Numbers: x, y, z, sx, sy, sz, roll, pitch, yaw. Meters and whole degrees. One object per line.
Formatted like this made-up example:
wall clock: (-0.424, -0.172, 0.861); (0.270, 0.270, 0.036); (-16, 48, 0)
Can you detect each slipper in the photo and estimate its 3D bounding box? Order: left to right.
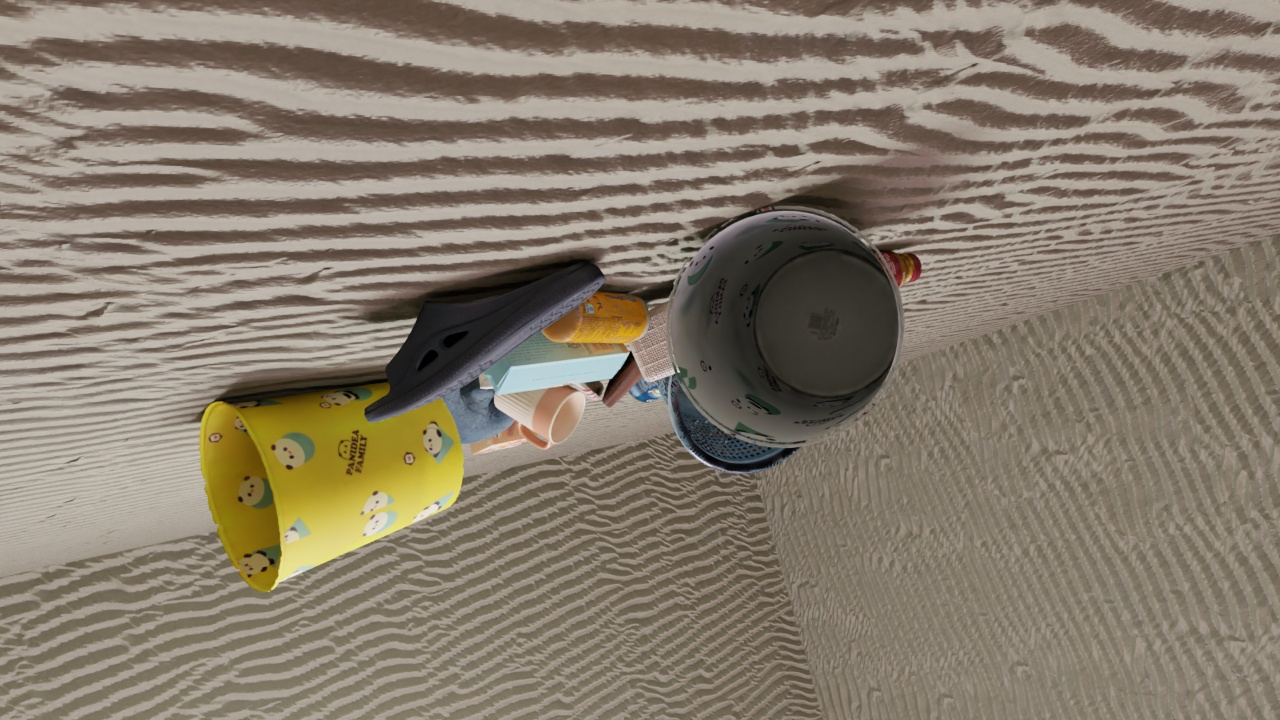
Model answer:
slipper: (-0.163, -0.034, 0.899); (0.268, 0.083, 0.110); (-33, 179, 3)

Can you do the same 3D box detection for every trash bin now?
trash bin: (-0.379, 0.137, 1.151); (0.254, 0.229, 0.230); (-14, 173, -42)
trash bin: (0.117, 0.026, 1.304); (0.226, 0.227, 0.195); (-13, -167, -15)
trash bin: (0.178, -0.037, 0.981); (0.230, 0.229, 0.251); (-18, 176, 22)

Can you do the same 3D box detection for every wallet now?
wallet: (-0.008, 0.008, 1.287); (0.101, 0.032, 0.124); (-45, -172, 21)

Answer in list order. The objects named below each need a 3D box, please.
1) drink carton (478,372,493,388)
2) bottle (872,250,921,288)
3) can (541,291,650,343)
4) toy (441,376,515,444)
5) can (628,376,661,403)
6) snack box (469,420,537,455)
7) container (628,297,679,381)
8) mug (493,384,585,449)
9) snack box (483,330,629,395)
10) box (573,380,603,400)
drink carton: (-0.145, 0.008, 1.180); (0.122, 0.045, 0.054); (-7, 176, -39)
bottle: (0.289, -0.111, 1.195); (0.174, 0.057, 0.058); (-10, 171, -26)
can: (-0.049, -0.048, 1.017); (0.058, 0.058, 0.145); (-20, 170, 30)
toy: (-0.246, 0.066, 1.367); (0.138, 0.091, 0.356); (-45, 166, 11)
can: (0.028, 0.026, 1.575); (0.075, 0.075, 0.111); (-11, 170, -24)
snack box: (-0.259, 0.121, 1.693); (0.094, 0.077, 0.093); (-9, 170, -36)
container: (0.048, -0.031, 1.110); (0.111, 0.090, 0.090); (-24, -179, 16)
mug: (-0.147, 0.071, 1.320); (0.081, 0.106, 0.115); (-35, 145, -48)
snack box: (-0.103, -0.013, 1.058); (0.174, 0.074, 0.052); (-7, 142, -41)
box: (-0.073, 0.021, 1.294); (0.076, 0.086, 0.163); (3, -174, -2)
